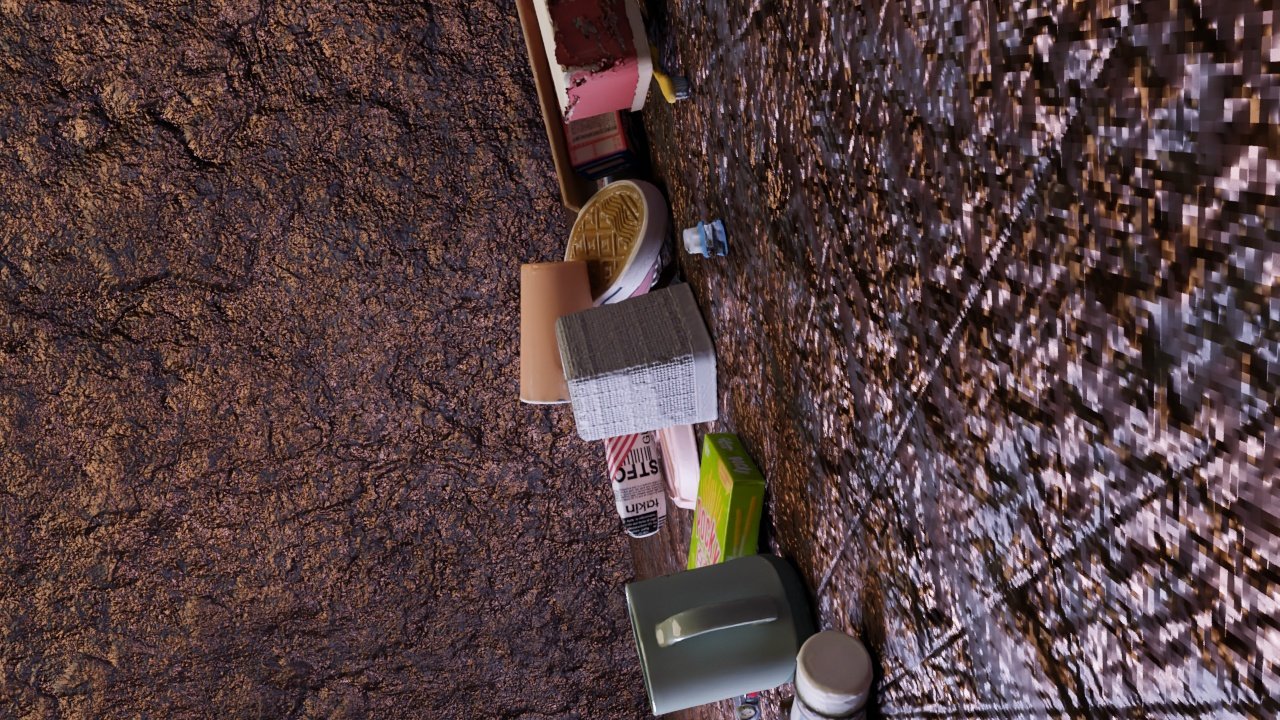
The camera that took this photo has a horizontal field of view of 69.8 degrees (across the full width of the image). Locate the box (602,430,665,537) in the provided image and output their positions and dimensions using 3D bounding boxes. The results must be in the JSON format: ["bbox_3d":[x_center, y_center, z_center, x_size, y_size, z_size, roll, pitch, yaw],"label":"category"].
[{"bbox_3d":[-0.018,0.121,1.053,0.087,0.075,0.162,-21,83,57],"label":"box"}]

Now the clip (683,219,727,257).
[{"bbox_3d":[0.043,-0.080,0.598,0.058,0.035,0.025,-150,46,-77],"label":"clip"}]

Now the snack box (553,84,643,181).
[{"bbox_3d":[-0.051,-0.273,0.849,0.057,0.058,0.207,10,-113,-73],"label":"snack box"}]

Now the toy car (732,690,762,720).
[{"bbox_3d":[0.088,0.265,0.793,0.049,0.031,0.106,-112,13,-66],"label":"toy car"}]

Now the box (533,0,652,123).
[{"bbox_3d":[-0.051,-0.260,0.640,0.091,0.078,0.168,133,123,-82],"label":"box"}]

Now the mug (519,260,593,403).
[{"bbox_3d":[-0.073,-0.027,0.824,0.078,0.078,0.123,-138,45,-81],"label":"mug"}]

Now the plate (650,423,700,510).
[{"bbox_3d":[0.026,0.053,1.003,0.229,0.028,0.229,166,92,-85],"label":"plate"}]

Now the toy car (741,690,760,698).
[{"bbox_3d":[0.084,0.204,0.694,0.049,0.031,0.106,-111,22,-68],"label":"toy car"}]

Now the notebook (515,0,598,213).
[{"bbox_3d":[-0.074,-0.239,0.869,0.149,0.012,0.211,-7,-96,-80],"label":"notebook"}]

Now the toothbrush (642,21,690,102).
[{"bbox_3d":[0.009,-0.221,0.653,0.191,0.018,0.016,-105,8,-54],"label":"toothbrush"}]

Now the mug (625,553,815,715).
[{"bbox_3d":[0.050,0.165,0.569,0.112,0.106,0.082,89,169,-65],"label":"mug"}]

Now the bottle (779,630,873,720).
[{"bbox_3d":[0.101,0.217,0.503,0.079,0.044,0.195,-108,9,-49],"label":"bottle"}]

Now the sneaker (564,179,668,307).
[{"bbox_3d":[-0.017,-0.080,0.866,0.118,0.087,0.242,63,147,25],"label":"sneaker"}]

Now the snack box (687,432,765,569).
[{"bbox_3d":[0.058,0.139,0.666,0.085,0.026,0.156,-117,31,-68],"label":"snack box"}]

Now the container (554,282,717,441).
[{"bbox_3d":[-0.004,0.004,0.744,0.090,0.114,0.090,-108,7,-45],"label":"container"}]

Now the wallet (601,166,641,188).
[{"bbox_3d":[-0.021,-0.178,0.941,0.107,0.037,0.129,85,172,-47],"label":"wallet"}]

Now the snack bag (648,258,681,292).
[{"bbox_3d":[0.022,-0.044,0.806,0.026,0.045,0.105,29,153,19],"label":"snack bag"}]
